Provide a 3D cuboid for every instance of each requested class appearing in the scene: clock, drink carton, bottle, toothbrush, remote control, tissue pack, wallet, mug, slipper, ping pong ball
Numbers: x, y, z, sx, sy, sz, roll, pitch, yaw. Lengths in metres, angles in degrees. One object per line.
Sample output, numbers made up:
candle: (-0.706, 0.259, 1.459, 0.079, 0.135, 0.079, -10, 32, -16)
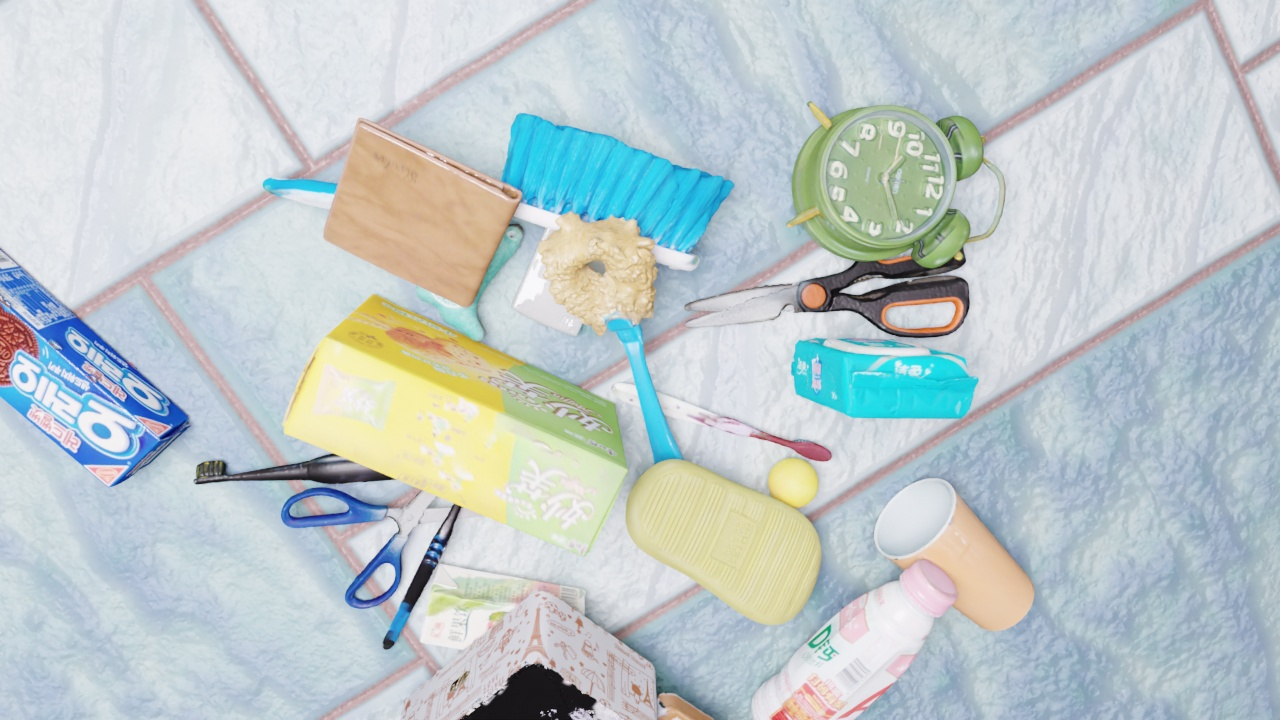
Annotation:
clock: (0.192, -0.130, 0.682, 0.161, 0.056, 0.116, 9, 92, -4)
drink carton: (-0.107, 0.201, 0.726, 0.122, 0.045, 0.054, 12, 112, -7)
bottle: (0.169, 0.234, 0.726, 0.068, 0.068, 0.197, 31, 114, -11)
toothbrush: (0.066, 0.048, 0.733, 0.187, 0.017, 0.016, 18, 101, -7)
remote control: (-0.046, -0.089, 0.691, 0.056, 0.019, 0.135, 23, 97, -10)
toothbrush: (-0.230, 0.081, 0.701, 0.212, 0.026, 0.027, -3, 72, -5)
tissue pack: (0.175, 0.012, 0.678, 0.093, 0.133, 0.050, 1, 96, -11)
wallet: (-0.150, -0.097, 0.619, 0.115, 0.020, 0.101, 24, 128, -11)
mug: (0.260, 0.163, 0.750, 0.123, 0.078, 0.078, 42, 94, -17)
toothbrush: (-0.161, 0.153, 0.706, 0.014, 0.016, 0.190, 25, 107, -12)
slipper: (0.060, 0.133, 0.717, 0.190, 0.082, 0.091, 33, 83, -27)
ping pong ball: (0.122, 0.098, 0.735, 0.040, 0.040, 0.040, -1, 101, -6)

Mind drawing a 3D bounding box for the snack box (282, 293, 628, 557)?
snack box: (-0.118, 0.038, 0.637, 0.210, 0.157, 0.070, 25, 100, -11)

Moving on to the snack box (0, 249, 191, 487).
snack box: (-0.422, -0.004, 0.646, 0.058, 0.057, 0.207, -43, 103, 5)

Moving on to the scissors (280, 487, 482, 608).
scissors: (-0.191, 0.126, 0.705, 0.174, 0.012, 0.163, 15, 110, -14)

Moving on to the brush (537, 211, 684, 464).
brush: (-0.004, 0.004, 0.668, 0.083, 0.045, 0.255, -12, 124, 12)

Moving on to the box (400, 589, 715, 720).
box: (-0.041, 0.313, 0.717, 0.177, 0.082, 0.259, -42, 113, 18)

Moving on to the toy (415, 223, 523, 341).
toy: (-0.130, -0.076, 0.680, 0.096, 0.030, 0.092, 40, 87, -5)

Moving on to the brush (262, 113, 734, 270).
brush: (-0.098, -0.123, 0.643, 0.314, 0.060, 0.109, 17, 102, -6)

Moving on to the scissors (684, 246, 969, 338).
scissors: (0.146, -0.067, 0.721, 0.235, 0.021, 0.148, 13, 92, -3)
